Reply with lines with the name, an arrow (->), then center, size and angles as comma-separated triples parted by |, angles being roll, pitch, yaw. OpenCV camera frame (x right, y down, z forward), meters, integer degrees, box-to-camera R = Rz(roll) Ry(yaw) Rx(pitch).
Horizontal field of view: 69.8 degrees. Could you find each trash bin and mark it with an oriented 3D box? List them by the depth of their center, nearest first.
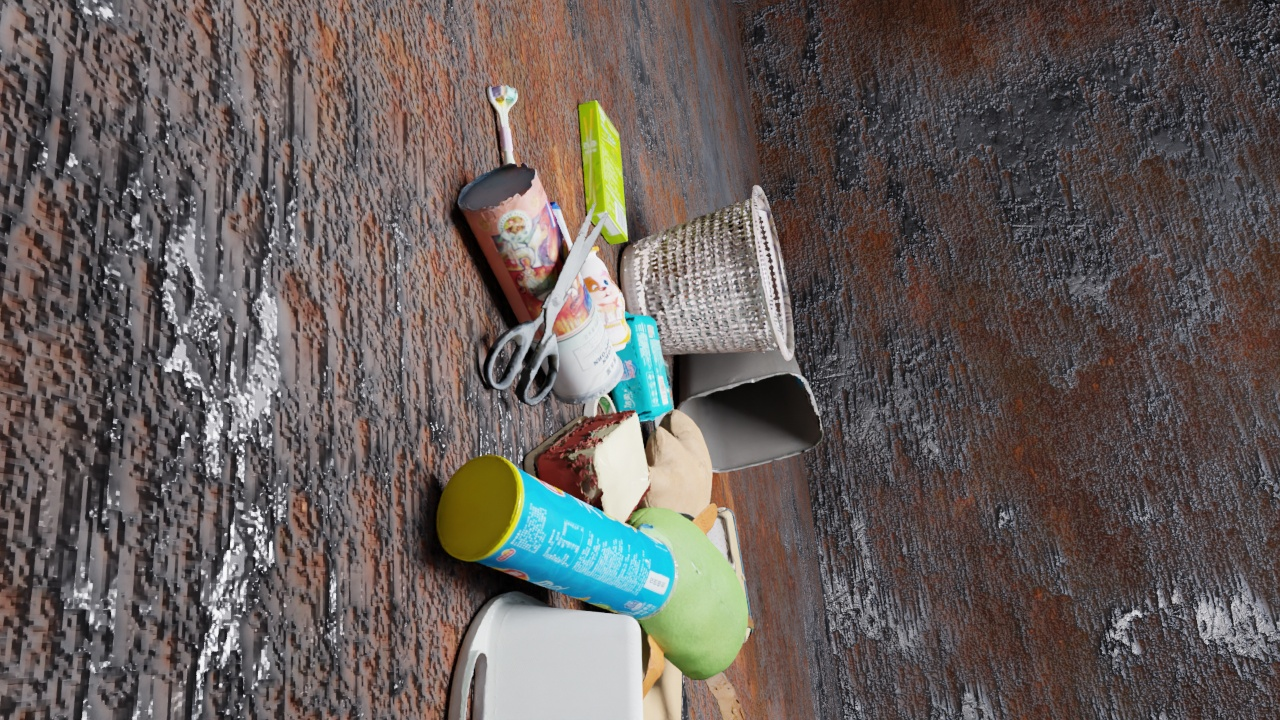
trash bin -> 0.085, -0.096, 1.194 | 0.227, 0.192, 0.227 | -10, 89, -75
trash bin -> 0.157, 0.021, 1.412 | 0.199, 0.199, 0.219 | 64, 16, -45

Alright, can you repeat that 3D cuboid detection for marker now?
marker -> -0.071, -0.098, 0.965 | 0.016, 0.017, 0.146 | -76, 152, -57

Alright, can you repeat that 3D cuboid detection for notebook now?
notebook -> 0.017, 0.320, 0.922 | 0.149, 0.012, 0.211 | 64, 21, -44

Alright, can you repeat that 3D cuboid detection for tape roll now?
tape roll -> -0.039, 0.076, 0.969 | 0.085, 0.014, 0.086 | -10, 90, -75

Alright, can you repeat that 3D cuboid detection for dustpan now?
dustpan -> -0.076, 0.291, 0.698 | 0.258, 0.142, 0.222 | 111, -20, -58

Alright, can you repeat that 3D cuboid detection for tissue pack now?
tissue pack -> -0.006, 0.006, 1.068 | 0.093, 0.050, 0.133 | -2, 81, -73

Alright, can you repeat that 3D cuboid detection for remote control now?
remote control -> 0.031, 0.064, 1.227 | 0.056, 0.019, 0.135 | 33, 49, -70

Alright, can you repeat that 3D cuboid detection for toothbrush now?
toothbrush -> -0.117, -0.159, 0.838 | 0.020, 0.029, 0.189 | 161, -77, -64

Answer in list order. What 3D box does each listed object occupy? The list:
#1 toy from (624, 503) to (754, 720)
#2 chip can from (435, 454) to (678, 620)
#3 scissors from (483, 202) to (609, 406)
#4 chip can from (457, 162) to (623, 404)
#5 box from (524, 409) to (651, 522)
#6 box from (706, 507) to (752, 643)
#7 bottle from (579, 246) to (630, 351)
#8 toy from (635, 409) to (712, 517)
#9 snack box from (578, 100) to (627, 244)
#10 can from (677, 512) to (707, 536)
toy -> 0.045, 0.231, 0.887 | 0.247, 0.090, 0.226 | 57, 36, -29
chip can -> -0.053, 0.136, 0.676 | 0.210, 0.071, 0.071 | 38, 42, -49
scissors -> -0.075, -0.048, 0.743 | 0.146, 0.014, 0.172 | -19, 120, -41
chip can -> -0.083, -0.062, 0.794 | 0.071, 0.071, 0.215 | -83, 156, -49
box -> -0.035, 0.100, 0.839 | 0.168, 0.080, 0.091 | -37, 116, -74
box -> 0.087, 0.281, 1.156 | 0.061, 0.090, 0.184 | 1, 81, -76
bottle -> -0.049, -0.060, 0.933 | 0.063, 0.063, 0.108 | -33, 111, -74
toy -> 0.029, 0.145, 1.066 | 0.225, 0.083, 0.143 | -33, 108, -70
snack box -> -0.045, -0.231, 1.132 | 0.086, 0.026, 0.156 | 43, 40, -66
can -> 0.050, 0.220, 1.009 | 0.066, 0.067, 0.094 | -85, 158, -45
